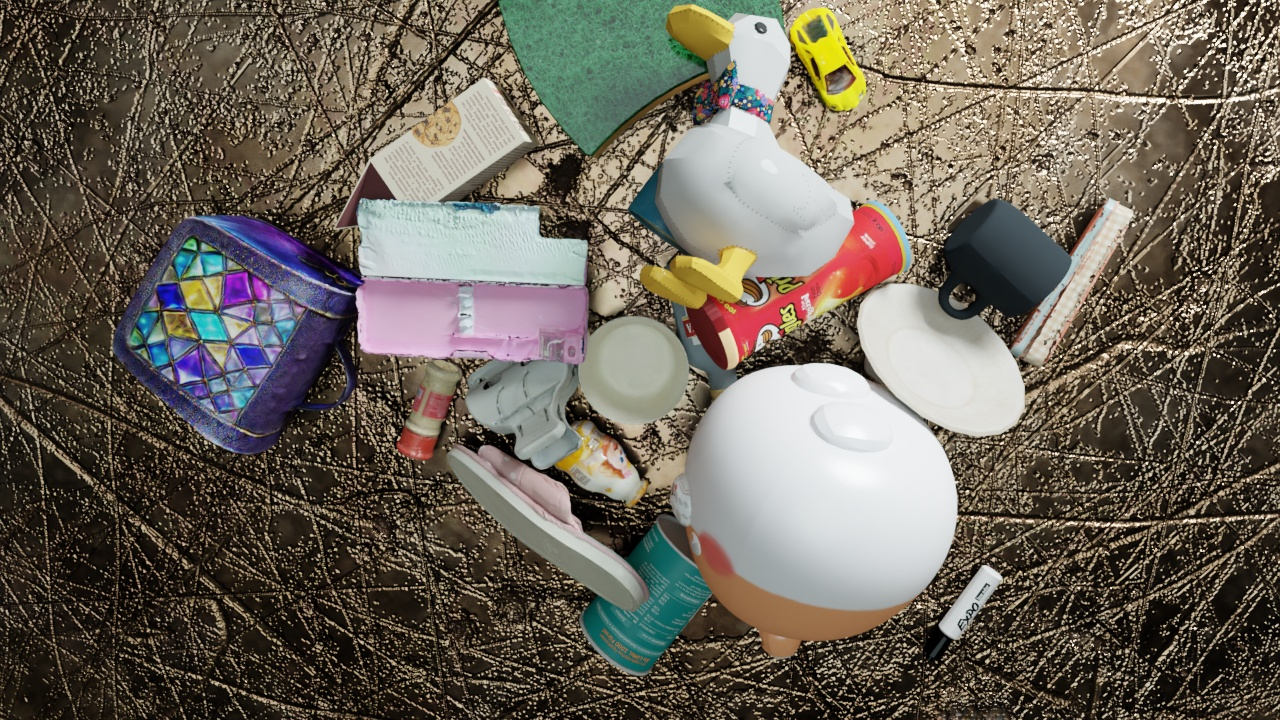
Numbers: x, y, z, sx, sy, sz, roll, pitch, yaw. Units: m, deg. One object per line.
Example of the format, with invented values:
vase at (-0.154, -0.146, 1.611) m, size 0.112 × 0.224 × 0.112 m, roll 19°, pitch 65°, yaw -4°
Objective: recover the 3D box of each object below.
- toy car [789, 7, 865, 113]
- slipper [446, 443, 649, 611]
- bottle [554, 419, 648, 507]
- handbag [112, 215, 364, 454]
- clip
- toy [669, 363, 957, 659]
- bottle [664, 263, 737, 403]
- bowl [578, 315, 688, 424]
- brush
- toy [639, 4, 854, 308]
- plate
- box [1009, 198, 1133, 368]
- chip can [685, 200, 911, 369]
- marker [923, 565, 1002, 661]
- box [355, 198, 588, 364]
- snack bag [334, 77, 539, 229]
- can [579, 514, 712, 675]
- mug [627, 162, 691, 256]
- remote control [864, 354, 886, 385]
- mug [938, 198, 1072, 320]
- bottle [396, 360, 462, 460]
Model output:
toy car at (0.190, -0.302, 0.924) m, size 0.049 × 0.030 × 0.107 m, roll -30°, pitch 100°, yaw 7°
slipper at (-0.096, 0.167, 0.976) m, size 0.274 × 0.114 × 0.054 m, roll 33°, pitch 61°, yaw 20°
bottle at (-0.043, 0.115, 1.001) m, size 0.108 × 0.063 × 0.063 m, roll 38°, pitch 100°, yaw -5°
handbag at (-0.397, -0.028, 0.960) m, size 0.222 × 0.125 × 0.205 m, roll 35°, pitch 100°, yaw -2°
clip at (-0.119, 0.040, 0.966) m, size 0.125 × 0.081 × 0.147 m, roll -32°, pitch 55°, yaw 11°
toy at (0.160, 0.145, 0.900) m, size 0.265 × 0.262 × 0.281 m, roll 8°, pitch 121°, yaw -11°
bottle at (0.077, -0.030, 0.974) m, size 0.072 × 0.046 × 0.161 m, roll -13°, pitch 100°, yaw 5°
bowl at (-0.006, 0.006, 0.977) m, size 0.115 × 0.062 × 0.115 m, roll 1°, pitch 101°, yaw 3°
brush at (0.000, -0.339, 0.903) m, size 0.250 × 0.075 × 0.195 m, roll -27°, pitch 99°, yaw 8°
toy at (0.095, -0.175, 0.832) m, size 0.246 × 0.141 × 0.267 m, roll 27°, pitch 79°, yaw -20°
plate at (0.297, 0.001, 0.921) m, size 0.188 × 0.188 × 0.027 m, roll 27°, pitch 137°, yaw -2°
box at (0.448, -0.077, 0.947) m, size 0.058 × 0.053 × 0.187 m, roll 17°, pitch 106°, yaw -42°
chip can at (0.156, -0.076, 0.914) m, size 0.213 × 0.087 × 0.087 m, roll -28°, pitch 99°, yaw -9°
marker at (0.360, 0.287, 1.033) m, size 0.025 × 0.025 × 0.126 m, roll 31°, pitch 101°, yaw -3°
box at (-0.166, -0.078, 0.906) m, size 0.230 × 0.035 × 0.159 m, roll 3°, pitch 111°, yaw 1°
snack bag at (-0.213, -0.193, 0.933) m, size 0.206 × 0.094 × 0.070 m, roll -33°, pitch 98°, yaw 8°
can at (0.015, 0.256, 1.007) m, size 0.099 × 0.099 × 0.144 m, roll 37°, pitch 101°, yaw -4°
mug at (0.061, -0.163, 0.930) m, size 0.112 × 0.084 × 0.104 m, roll 35°, pitch 92°, yaw 2°
remote control at (0.297, 0.009, 0.980) m, size 0.114 × 0.028 × 0.060 m, roll 19°, pitch 102°, yaw -1°
mug at (0.354, -0.092, 0.930) m, size 0.094 × 0.085 × 0.122 m, roll 41°, pitch 106°, yaw -4°
bottle at (-0.232, 0.054, 1.009) m, size 0.044 × 0.044 × 0.109 m, roll 22°, pitch 100°, yaw -2°
